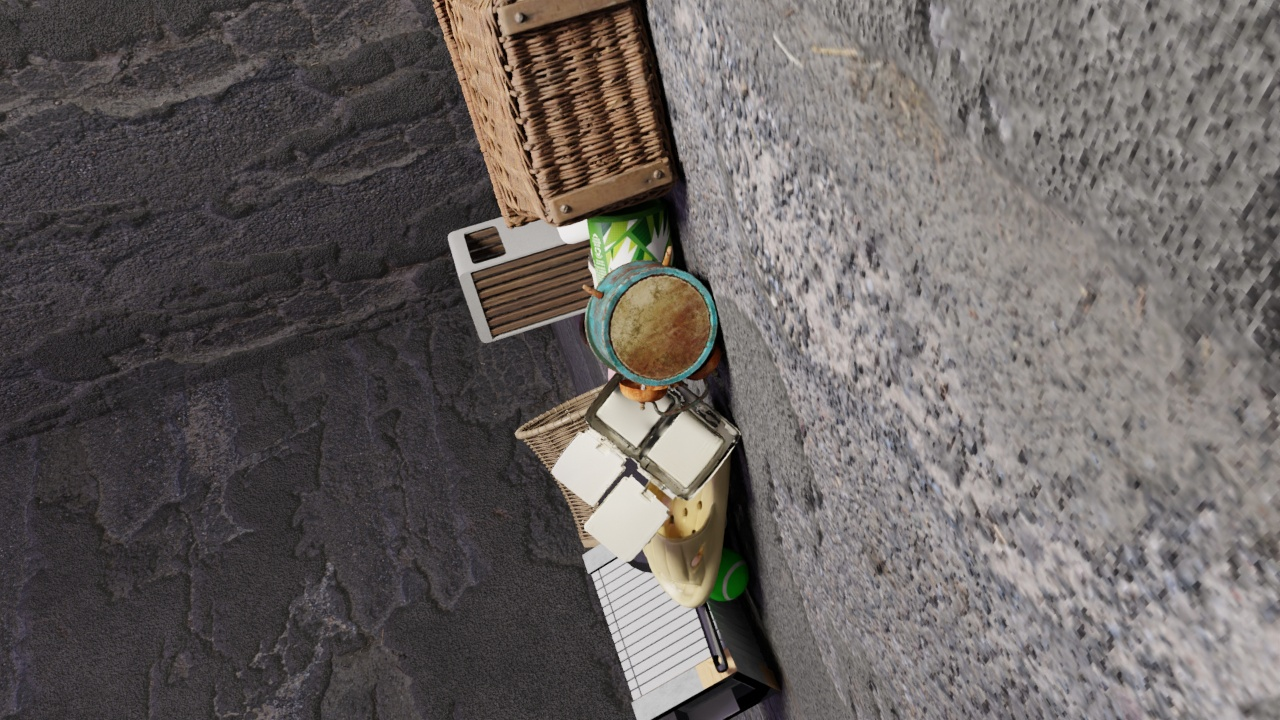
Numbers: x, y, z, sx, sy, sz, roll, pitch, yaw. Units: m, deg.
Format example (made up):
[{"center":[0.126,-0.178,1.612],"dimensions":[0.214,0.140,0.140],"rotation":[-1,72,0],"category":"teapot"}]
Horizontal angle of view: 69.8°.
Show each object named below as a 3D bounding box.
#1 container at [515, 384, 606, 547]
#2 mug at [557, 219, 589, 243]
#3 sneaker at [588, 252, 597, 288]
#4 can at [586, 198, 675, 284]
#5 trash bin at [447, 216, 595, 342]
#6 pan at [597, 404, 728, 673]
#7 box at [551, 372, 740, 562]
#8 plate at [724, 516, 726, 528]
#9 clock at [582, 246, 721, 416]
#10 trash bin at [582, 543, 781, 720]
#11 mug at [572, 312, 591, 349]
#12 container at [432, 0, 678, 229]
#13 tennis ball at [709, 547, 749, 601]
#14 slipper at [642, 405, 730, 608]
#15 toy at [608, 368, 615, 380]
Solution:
[{"center":[-0.044,0.148,1.380],"dimensions":[0.196,0.226,0.227],"rotation":[66,173,-5],"category":"container"},{"center":[-0.057,-0.192,1.147],"dimensions":[0.115,0.094,0.068],"rotation":[-35,-71,-59],"category":"mug"},{"center":[-0.031,-0.103,1.128],"dimensions":[0.102,0.088,0.242],"rotation":[64,168,-4],"category":"sneaker"},{"center":[-0.004,-0.090,0.953],"dimensions":[0.083,0.083,0.144],"rotation":[-125,23,-65],"category":"can"},{"center":[-0.132,-0.132,1.258],"dimensions":[0.114,0.228,0.115],"rotation":[-117,12,-51],"category":"trash bin"},{"center":[0.035,0.214,1.145],"dimensions":[0.226,0.034,0.356],"rotation":[-45,53,40],"category":"pan"},{"center":[-0.003,0.098,0.958],"dimensions":[0.145,0.186,0.065],"rotation":[41,-167,2],"category":"box"},{"center":[0.073,0.138,1.233],"dimensions":[0.189,0.016,0.188],"rotation":[161,91,-82],"category":"plate"},{"center":[0.016,-0.022,0.895],"dimensions":[0.158,0.121,0.073],"rotation":[68,170,-18],"category":"clock"},{"center":[0.051,0.348,1.228],"dimensions":[0.142,0.142,0.246],"rotation":[42,-162,-49],"category":"trash bin"},{"center":[-0.048,-0.064,1.420],"dimensions":[0.123,0.096,0.110],"rotation":[41,-165,-28],"category":"mug"},{"center":[-0.071,-0.248,0.852],"dimensions":[0.183,0.162,0.250],"rotation":[-133,25,-64],"category":"container"},{"center":[0.102,0.265,1.138],"dimensions":[0.065,0.065,0.065],"rotation":[161,91,-83],"category":"tennis ball"},{"center":[0.037,0.168,1.034],"dimensions":[0.111,0.079,0.262],"rotation":[31,123,42],"category":"slipper"},{"center":[-0.027,0.054,1.622],"dimensions":[0.102,0.050,0.093],"rotation":[-122,18,-48],"category":"toy"}]
